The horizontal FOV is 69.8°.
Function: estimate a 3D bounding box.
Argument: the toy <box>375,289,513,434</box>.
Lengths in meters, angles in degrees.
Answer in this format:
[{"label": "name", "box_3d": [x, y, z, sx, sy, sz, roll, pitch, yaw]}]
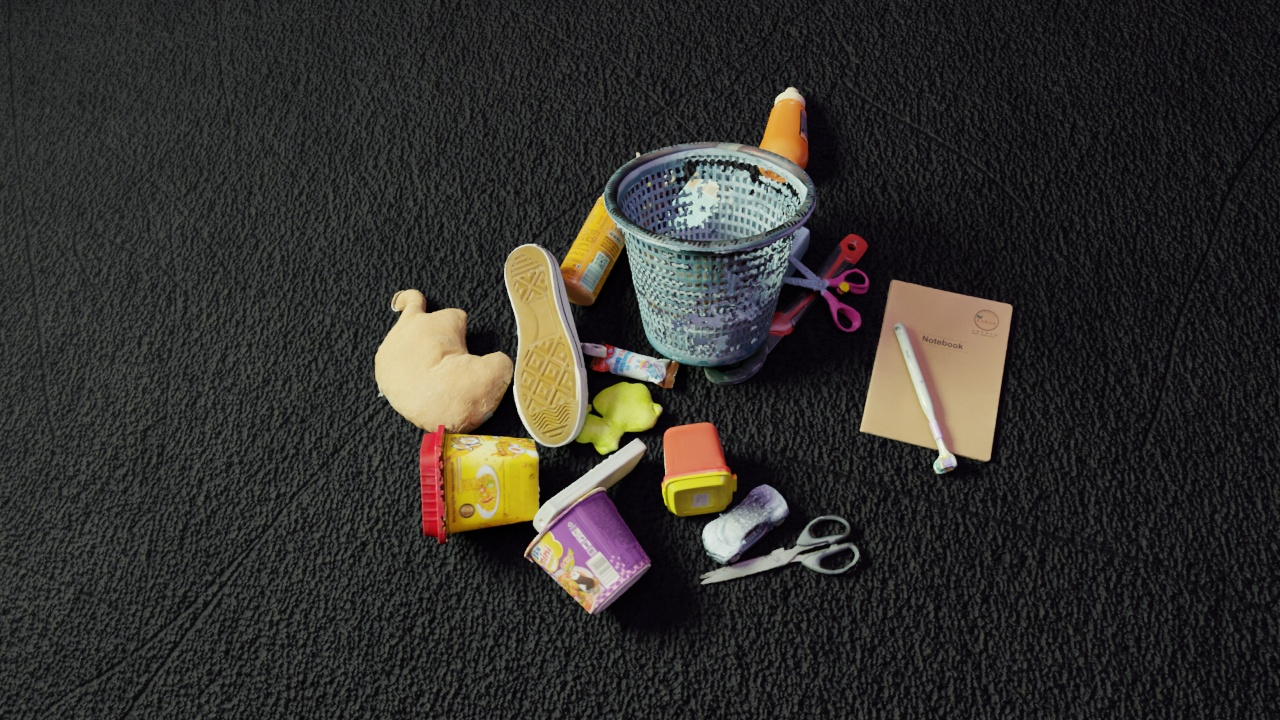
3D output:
[{"label": "toy", "box_3d": [-0.258, -0.003, 1.106, 0.143, 0.083, 0.226, -39, 65, -17]}]

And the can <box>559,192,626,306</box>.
[{"label": "can", "box_3d": [-0.055, -0.142, 1.162, 0.058, 0.058, 0.145, 21, 68, 14]}]

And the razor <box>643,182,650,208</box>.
[{"label": "razor", "box_3d": [0.012, -0.170, 1.169, 0.043, 0.028, 0.132, -10, 71, 32]}]

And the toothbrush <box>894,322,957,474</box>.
[{"label": "toothbrush", "box_3d": [0.326, 0.039, 1.060, 0.020, 0.029, 0.189, 11, 56, -37]}]

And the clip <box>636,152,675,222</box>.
[{"label": "clip", "box_3d": [0.034, -0.236, 1.212, 0.095, 0.035, 0.102, -30, 71, -8]}]

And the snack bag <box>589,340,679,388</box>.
[{"label": "snack bag", "box_3d": [-0.007, 0.006, 1.106, 0.105, 0.026, 0.045, 14, 49, 11]}]

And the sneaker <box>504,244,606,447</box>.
[{"label": "sneaker", "box_3d": [-0.102, -0.017, 1.087, 0.118, 0.087, 0.241, -14, 80, 19]}]

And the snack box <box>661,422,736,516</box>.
[{"label": "snack box", "box_3d": [0.062, 0.119, 1.016, 0.082, 0.091, 0.080, -7, 58, 1]}]

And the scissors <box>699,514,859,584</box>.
[{"label": "scissors", "box_3d": [0.150, 0.209, 1.010, 0.175, 0.014, 0.132, 15, 68, 14]}]

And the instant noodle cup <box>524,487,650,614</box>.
[{"label": "instant noodle cup", "box_3d": [-0.050, 0.208, 0.979, 0.111, 0.112, 0.099, -40, 78, -13]}]

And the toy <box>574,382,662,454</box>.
[{"label": "toy", "box_3d": [-0.030, 0.063, 1.080, 0.097, 0.031, 0.100, 24, 70, 17]}]

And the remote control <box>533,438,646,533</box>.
[{"label": "remote control", "box_3d": [-0.055, 0.136, 1.004, 0.149, 0.058, 0.021, -32, 72, -38]}]

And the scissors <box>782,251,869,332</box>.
[{"label": "scissors", "box_3d": [0.221, -0.082, 1.112, 0.135, 0.017, 0.108, 5, 77, -20]}]

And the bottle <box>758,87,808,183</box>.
[{"label": "bottle", "box_3d": [0.194, -0.307, 1.220, 0.067, 0.067, 0.149, 8, 59, 8]}]

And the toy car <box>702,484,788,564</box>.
[{"label": "toy car", "box_3d": [0.114, 0.179, 1.011, 0.105, 0.031, 0.049, -37, 56, -11]}]

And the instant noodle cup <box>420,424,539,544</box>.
[{"label": "instant noodle cup", "box_3d": [-0.175, 0.133, 1.009, 0.123, 0.116, 0.116, -1, 100, -9]}]

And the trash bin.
[{"label": "trash bin", "box_3d": [0.077, -0.110, 1.042, 0.226, 0.195, 0.226, -2, 40, 1]}]

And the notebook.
[{"label": "notebook", "box_3d": [0.353, 0.008, 1.088, 0.148, 0.008, 0.207, 14, 67, 10]}]

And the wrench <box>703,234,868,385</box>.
[{"label": "wrench", "box_3d": [0.185, -0.063, 1.130, 0.273, 0.016, 0.056, -42, 69, -13]}]

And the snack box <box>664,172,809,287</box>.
[{"label": "snack box", "box_3d": [0.121, -0.163, 1.161, 0.175, 0.052, 0.074, 31, 73, 17]}]
